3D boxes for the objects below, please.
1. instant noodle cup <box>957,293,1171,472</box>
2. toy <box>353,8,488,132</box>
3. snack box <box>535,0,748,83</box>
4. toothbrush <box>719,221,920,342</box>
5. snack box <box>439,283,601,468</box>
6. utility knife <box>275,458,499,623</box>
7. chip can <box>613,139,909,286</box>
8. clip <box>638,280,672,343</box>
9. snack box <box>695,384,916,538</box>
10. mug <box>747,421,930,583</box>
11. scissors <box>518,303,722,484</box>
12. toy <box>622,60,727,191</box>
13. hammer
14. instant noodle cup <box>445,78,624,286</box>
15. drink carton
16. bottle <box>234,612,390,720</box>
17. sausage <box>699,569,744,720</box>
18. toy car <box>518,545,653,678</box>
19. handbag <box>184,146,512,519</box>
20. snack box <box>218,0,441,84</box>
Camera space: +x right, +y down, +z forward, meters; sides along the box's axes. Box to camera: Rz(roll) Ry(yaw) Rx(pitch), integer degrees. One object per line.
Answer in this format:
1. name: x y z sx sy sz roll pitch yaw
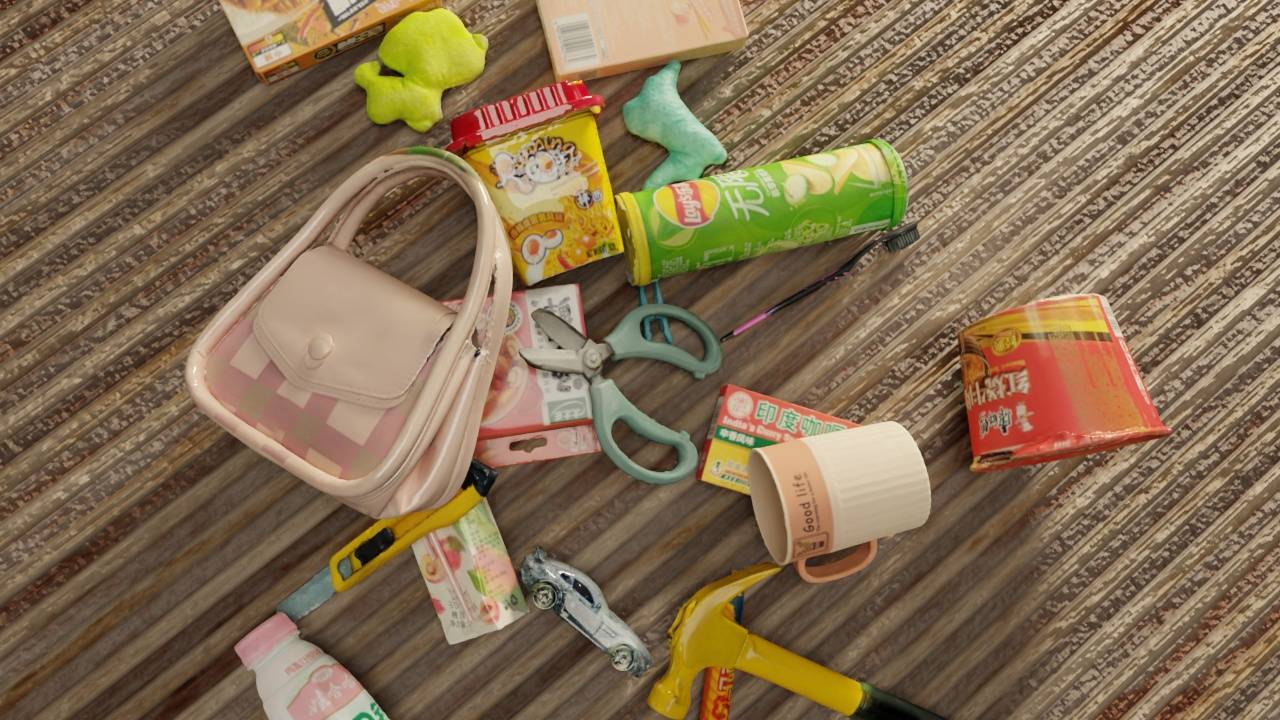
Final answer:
1. instant noodle cup: 0.305 0.018 0.684 0.138 0.138 0.108 -8 77 -7
2. toy: -0.170 -0.227 0.708 0.096 0.031 0.100 9 87 -7
3. snack box: 0.000 -0.277 0.731 0.157 0.026 0.084 -13 85 -7
4. toothbrush: 0.145 -0.060 0.731 0.189 0.014 0.018 -31 99 -7
5. snack box: -0.092 0.014 0.684 0.113 0.044 0.127 -9 85 -6
6. utility knife: -0.184 0.133 0.641 0.216 0.015 0.033 -37 79 15
7. chip can: 0.093 -0.114 0.701 0.221 0.072 0.072 -13 86 -7
8. clip: 0.009 -0.038 0.715 0.047 0.014 0.057 -8 83 -6
9. snack box: 0.128 0.078 0.708 0.156 0.027 0.077 17 83 -4
10. mug: 0.141 0.106 0.658 0.106 0.081 0.115 -12 113 -8
11. scissors: -0.004 -0.001 0.679 0.177 0.019 0.170 44 64 -16
12. toy: 0.024 -0.176 0.723 0.092 0.030 0.096 45 88 2
13. hammer: 0.159 0.250 0.678 0.300 0.033 0.128 26 82 -8
14. instant noodle cup: -0.071 -0.125 0.673 0.116 0.116 0.123 -20 98 -8
15. drink carton: -0.131 0.136 0.660 0.054 0.045 0.122 -23 87 25
16. bottle: -0.207 0.265 0.638 0.068 0.068 0.197 -39 87 -8
17. sausage: 0.059 0.240 0.687 0.021 0.021 0.165 9 83 -5
18. toy car: -0.038 0.182 0.668 0.120 0.054 0.036 42 83 -1
19. handbag: -0.175 -0.031 0.613 0.193 0.093 0.234 27 89 25
20. snack box: -0.239 -0.280 0.709 0.153 0.026 0.075 -27 88 -8
